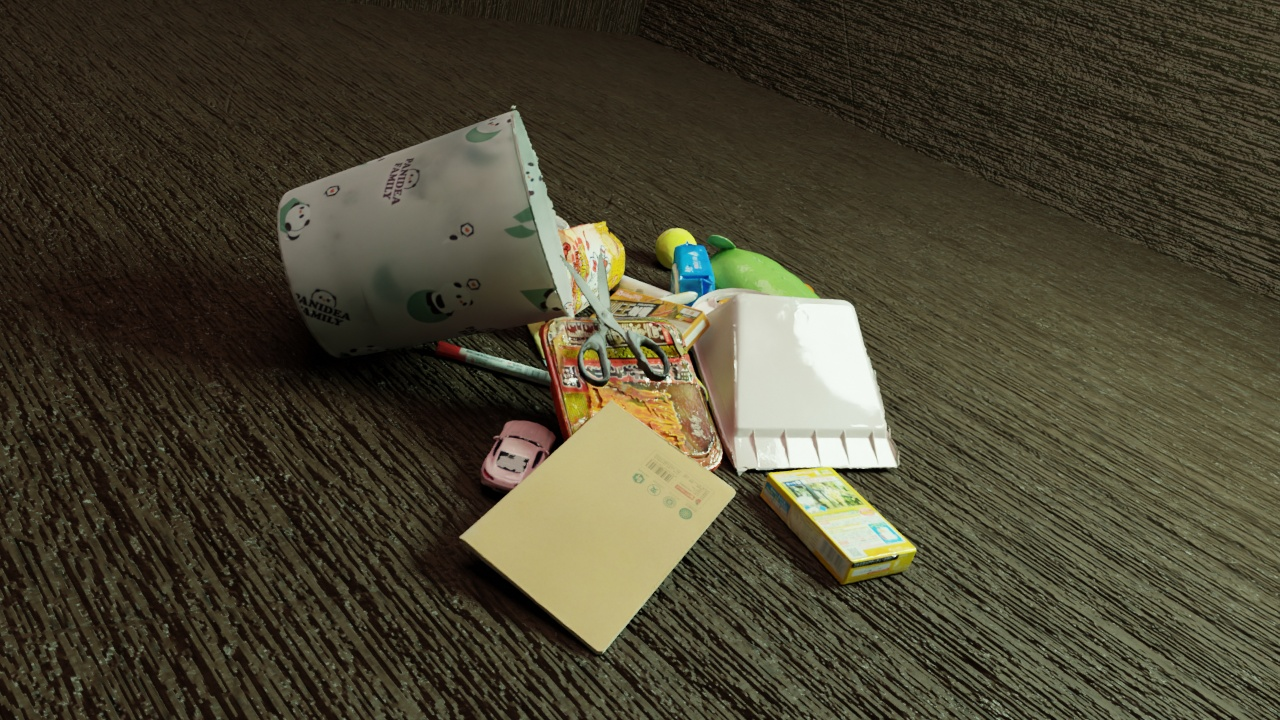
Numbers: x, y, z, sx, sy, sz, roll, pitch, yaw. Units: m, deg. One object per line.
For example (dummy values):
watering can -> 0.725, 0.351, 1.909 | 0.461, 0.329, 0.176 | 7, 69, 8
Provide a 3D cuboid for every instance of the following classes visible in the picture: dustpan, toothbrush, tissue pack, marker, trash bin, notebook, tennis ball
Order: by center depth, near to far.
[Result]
notebook -> -0.030, 0.131, 0.783 | 0.148, 0.008, 0.207 | 35, 48, 15
trash bin -> -0.218, -0.120, 0.962 | 0.252, 0.230, 0.229 | -15, 29, 2
marker -> -0.160, 0.005, 1.039 | 0.145, 0.017, 0.017 | 16, 27, 0
dustpan -> 0.168, 0.019, 1.109 | 0.222, 0.139, 0.273 | 5, 72, -22
toothbrush -> -0.018, -0.062, 1.177 | 0.191, 0.016, 0.018 | -15, 23, -9
toothbrush -> 0.020, -0.086, 1.245 | 0.026, 0.027, 0.221 | -22, 30, -32
tissue pack -> 0.070, -0.098, 1.275 | 0.052, 0.095, 0.157 | 0, 29, -3
tennis ball -> 0.056, -0.176, 1.448 | 0.065, 0.066, 0.065 | 12, 27, -7

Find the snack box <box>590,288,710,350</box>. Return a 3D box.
snack box -> 0.005, -0.041, 1.097 | 0.154, 0.026, 0.075 | 20, 59, 46

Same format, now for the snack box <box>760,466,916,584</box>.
snack box -> 0.194, 0.160, 0.913 | 0.086, 0.034, 0.140 | -2, 33, -31

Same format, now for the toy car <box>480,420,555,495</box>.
toy car -> -0.116, 0.089, 0.880 | 0.056, 0.037, 0.122 | 17, 26, 0

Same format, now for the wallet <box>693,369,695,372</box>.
wallet -> -0.007, 0.007, 1.118 | 0.122, 0.020, 0.096 | 25, 28, 23

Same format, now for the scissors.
scissors -> -0.033, -0.039, 0.919 | 0.159, 0.014, 0.174 | 30, 48, 0

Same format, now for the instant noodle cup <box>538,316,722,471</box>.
instant noodle cup -> -0.016, 0.047, 0.924 | 0.164, 0.079, 0.188 | -1, 57, -29

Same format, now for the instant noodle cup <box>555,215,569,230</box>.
instant noodle cup -> -0.145, -0.146, 1.249 | 0.111, 0.099, 0.111 | 14, 26, -7

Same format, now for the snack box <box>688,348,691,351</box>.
snack box -> 0.092, -0.021, 1.172 | 0.157, 0.027, 0.084 | 20, 10, -3

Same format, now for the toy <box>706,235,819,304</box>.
toy -> 0.187, -0.082, 1.298 | 0.247, 0.090, 0.226 | 44, 34, 26

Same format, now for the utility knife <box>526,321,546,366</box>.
utility knife -> -0.128, -0.039, 1.140 | 0.031, 0.018, 0.165 | -2, 29, -22

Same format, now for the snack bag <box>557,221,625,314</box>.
snack bag -> -0.081, -0.116, 1.185 | 0.073, 0.129, 0.207 | 13, 17, 12

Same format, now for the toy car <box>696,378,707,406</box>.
toy car -> 0.005, 0.025, 1.031 | 0.156, 0.071, 0.041 | 24, 32, 11
